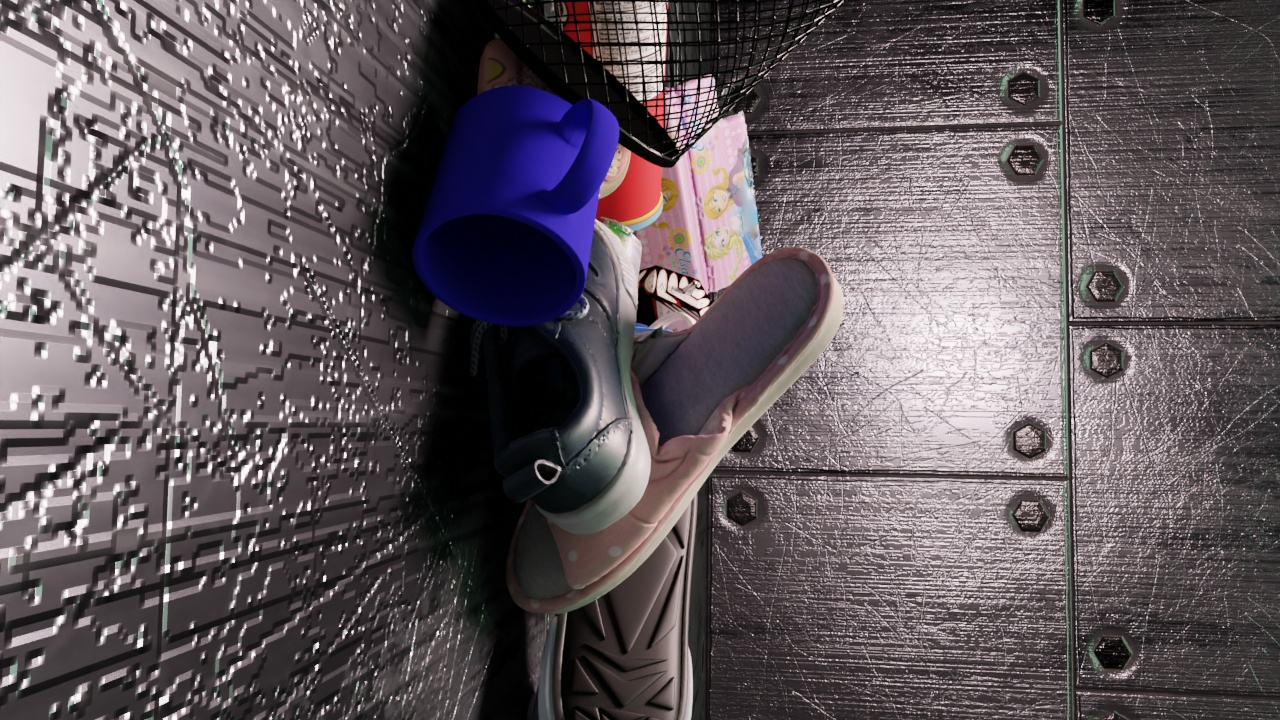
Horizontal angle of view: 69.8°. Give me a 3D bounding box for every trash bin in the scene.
[{"bbox_3d":[0.033,-0.227,0.476,0.210,0.184,0.183,-46,-172,19],"label":"trash bin"}]

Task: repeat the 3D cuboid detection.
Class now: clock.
[{"bbox_3d":[0.015,-0.013,0.895,0.155,0.115,0.064,86,9,-45],"label":"clock"}]

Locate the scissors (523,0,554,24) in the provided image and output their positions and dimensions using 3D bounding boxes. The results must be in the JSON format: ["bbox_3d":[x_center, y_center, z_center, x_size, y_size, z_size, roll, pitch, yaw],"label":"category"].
[{"bbox_3d":[-0.074,-0.269,0.613,0.173,0.021,0.171,47,47,-73],"label":"scissors"}]

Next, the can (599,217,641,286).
[{"bbox_3d":[-0.039,-0.032,0.633,0.067,0.067,0.120,73,22,-65],"label":"can"}]

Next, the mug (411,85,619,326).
[{"bbox_3d":[-0.051,-0.080,0.433,0.079,0.111,0.083,31,47,-30],"label":"mug"}]

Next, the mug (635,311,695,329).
[{"bbox_3d":[0.009,0.003,0.808,0.112,0.075,0.076,-53,-138,16],"label":"mug"}]

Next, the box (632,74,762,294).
[{"bbox_3d":[0.046,-0.160,0.914,0.061,0.160,0.231,-115,-169,-57],"label":"box"}]

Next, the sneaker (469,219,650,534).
[{"bbox_3d":[-0.053,-0.012,0.518,0.087,0.089,0.235,43,26,-41],"label":"sneaker"}]

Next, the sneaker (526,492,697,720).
[{"bbox_3d":[-0.029,0.172,0.636,0.161,0.093,0.256,119,-19,-48],"label":"sneaker"}]

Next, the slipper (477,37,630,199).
[{"bbox_3d":[-0.046,-0.138,0.566,0.197,0.081,0.093,-29,118,-84],"label":"slipper"}]

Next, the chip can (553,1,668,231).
[{"bbox_3d":[-0.021,-0.202,0.660,0.086,0.087,0.214,-82,175,-46],"label":"chip can"}]

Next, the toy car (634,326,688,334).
[{"bbox_3d":[-0.004,0.004,0.707,0.055,0.153,0.056,-34,-124,54],"label":"toy car"}]

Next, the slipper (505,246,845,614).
[{"bbox_3d":[0.007,0.037,0.541,0.054,0.274,0.114,37,8,-38],"label":"slipper"}]
